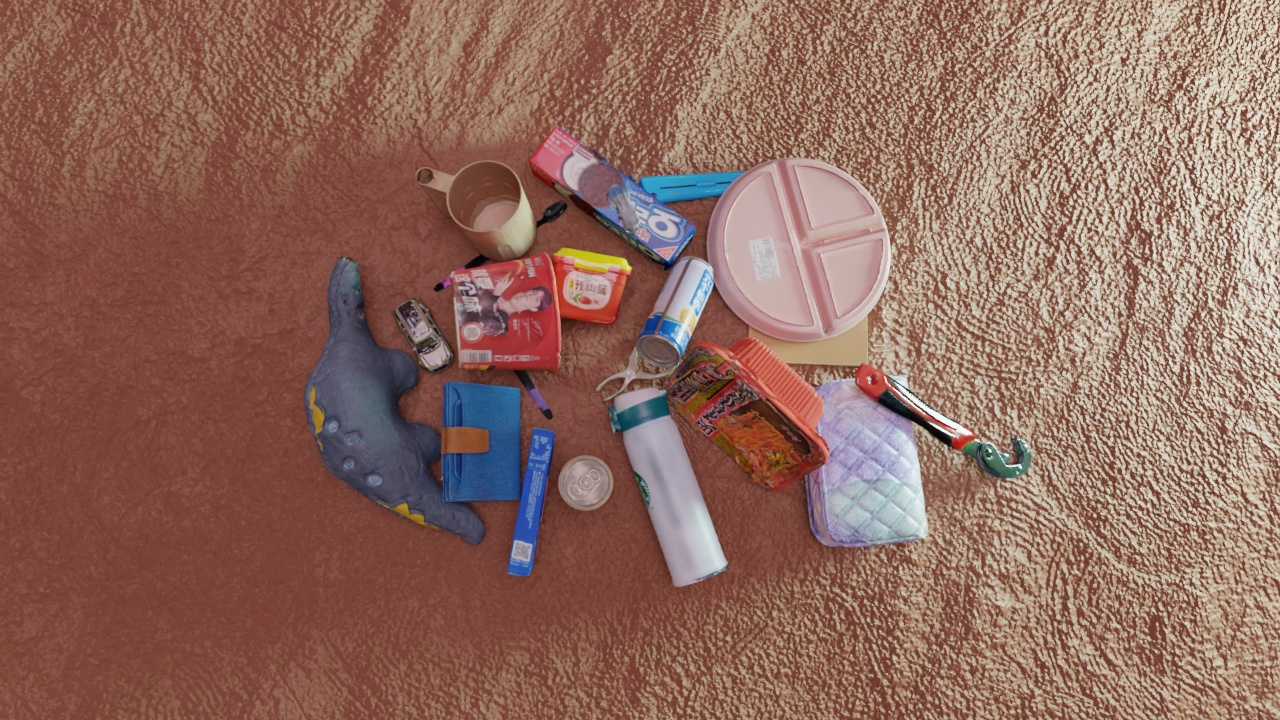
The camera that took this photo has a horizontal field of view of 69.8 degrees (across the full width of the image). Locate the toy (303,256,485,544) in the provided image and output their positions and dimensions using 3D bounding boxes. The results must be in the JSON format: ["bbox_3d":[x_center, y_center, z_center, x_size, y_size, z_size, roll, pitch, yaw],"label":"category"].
[{"bbox_3d":[-0.295,0.061,1.016,0.137,0.092,0.356,-23,89,-26],"label":"toy"}]

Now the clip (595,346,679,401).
[{"bbox_3d":[-0.008,0.000,1.078,0.103,0.035,0.092,-12,87,2],"label":"clip"}]

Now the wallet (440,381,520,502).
[{"bbox_3d":[-0.177,0.091,1.025,0.106,0.040,0.133,8,76,-45],"label":"wallet"}]

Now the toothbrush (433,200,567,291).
[{"bbox_3d":[-0.166,-0.137,1.092,0.189,0.018,0.014,-34,76,-7],"label":"toothbrush"}]

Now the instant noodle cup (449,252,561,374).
[{"bbox_3d":[-0.151,-0.049,1.013,0.108,0.138,0.138,-5,82,-13],"label":"instant noodle cup"}]

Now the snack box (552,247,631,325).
[{"bbox_3d":[-0.061,-0.084,1.065,0.091,0.082,0.080,10,94,-2],"label":"snack box"}]

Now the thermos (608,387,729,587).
[{"bbox_3d":[0.028,0.140,1.043,0.073,0.073,0.224,-19,83,-7],"label":"thermos"}]

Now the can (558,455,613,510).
[{"bbox_3d":[-0.061,0.135,1.010,0.058,0.116,0.058,1,81,-4],"label":"can"}]

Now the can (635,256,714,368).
[{"bbox_3d":[0.042,-0.057,1.053,0.053,0.053,0.134,26,54,-1],"label":"can"}]

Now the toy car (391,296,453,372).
[{"bbox_3d":[-0.251,-0.029,1.061,0.042,0.035,0.090,-31,88,-7],"label":"toy car"}]

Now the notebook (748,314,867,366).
[{"bbox_3d":[0.204,-0.097,1.120,0.148,0.008,0.207,2,82,-4],"label":"notebook"}]

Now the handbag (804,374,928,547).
[{"bbox_3d":[0.256,0.116,1.061,0.134,0.076,0.193,-3,83,-11],"label":"handbag"}]

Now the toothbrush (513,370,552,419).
[{"bbox_3d":[-0.156,-0.010,1.076,0.014,0.017,0.189,-33,87,-9],"label":"toothbrush"}]

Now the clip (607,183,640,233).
[{"bbox_3d":[-0.018,-0.174,1.051,0.025,0.031,0.057,-20,82,-5],"label":"clip"}]

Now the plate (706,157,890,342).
[{"bbox_3d":[0.194,-0.137,1.103,0.229,0.028,0.229,1,83,-6],"label":"plate"}]

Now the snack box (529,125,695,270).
[{"bbox_3d":[-0.033,-0.192,1.090,0.207,0.057,0.058,36,83,1],"label":"snack box"}]

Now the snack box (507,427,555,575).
[{"bbox_3d":[-0.120,0.156,1.019,0.026,0.084,0.157,10,81,-3],"label":"snack box"}]

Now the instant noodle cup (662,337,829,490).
[{"bbox_3d":[0.126,0.052,1.023,0.189,0.165,0.079,44,64,2],"label":"instant noodle cup"}]

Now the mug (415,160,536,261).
[{"bbox_3d":[-0.184,-0.172,1.043,0.125,0.103,0.084,19,78,9],"label":"mug"}]

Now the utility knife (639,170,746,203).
[{"bbox_3d":[0.099,-0.217,1.125,0.199,0.018,0.034,-7,82,-7],"label":"utility knife"}]

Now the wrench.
[{"bbox_3d":[0.351,0.074,1.057,0.273,0.016,0.056,26,70,-21],"label":"wrench"}]
